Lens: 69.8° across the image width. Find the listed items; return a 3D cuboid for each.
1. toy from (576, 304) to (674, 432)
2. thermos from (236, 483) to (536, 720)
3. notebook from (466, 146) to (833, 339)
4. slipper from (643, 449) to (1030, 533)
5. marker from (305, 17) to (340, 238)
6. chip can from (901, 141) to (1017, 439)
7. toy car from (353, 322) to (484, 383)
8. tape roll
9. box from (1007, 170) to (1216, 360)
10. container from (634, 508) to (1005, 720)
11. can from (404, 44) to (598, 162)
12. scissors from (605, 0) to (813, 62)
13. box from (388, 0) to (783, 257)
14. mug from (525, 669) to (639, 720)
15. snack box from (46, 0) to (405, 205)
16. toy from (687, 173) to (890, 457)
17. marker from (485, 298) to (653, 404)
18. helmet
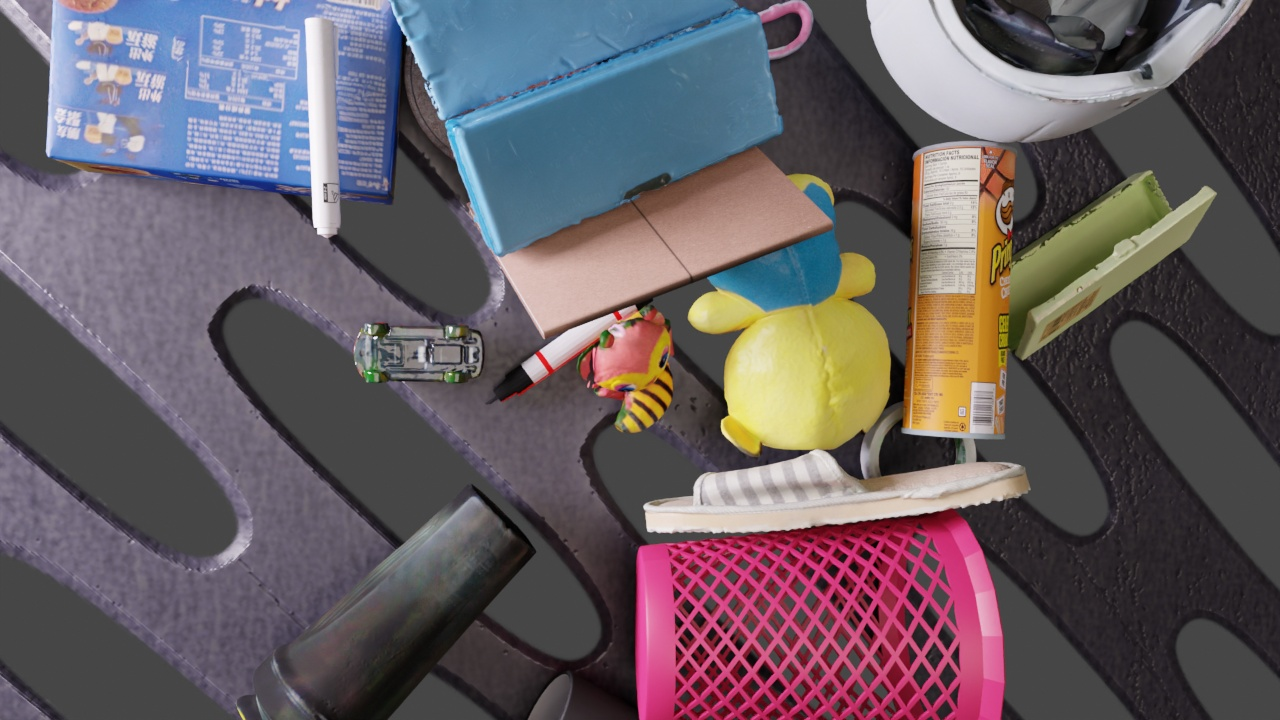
[{"bbox_3d":[-0.004,0.004,0.671,0.084,0.046,0.103,-42,137,-31],"label":"toy"},{"bbox_3d":[-0.174,0.190,0.641,0.220,0.098,0.098,-44,101,-9],"label":"thermos"},{"bbox_3d":[0.004,-0.098,0.627,0.209,0.141,0.008,-22,141,-15],"label":"notebook"},{"bbox_3d":[0.138,0.091,0.665,0.273,0.114,0.054,-6,82,5],"label":"slipper"},{"bbox_3d":[-0.197,-0.144,0.573,0.020,0.017,0.133,-7,100,-48],"label":"marker"},{"bbox_3d":[0.241,-0.050,0.697,0.075,0.075,0.215,3,89,-11],"label":"chip can"},{"bbox_3d":[-0.157,-0.006,0.654,0.091,0.036,0.042,-1,95,-12],"label":"toy car"},{"bbox_3d":[0.226,0.079,0.745,0.093,0.018,0.094,-1,94,-10],"label":"tape roll"},{"bbox_3d":[0.364,-0.075,0.743,0.188,0.090,0.077,-35,121,-9],"label":"box"},{"bbox_3d":[0.112,0.197,0.663,0.225,0.183,0.183,0,95,-4],"label":"container"},{"bbox_3d":[-0.094,-0.193,0.636,0.130,0.044,0.130,0,95,-2],"label":"can"},{"bbox_3d":[0.042,-0.254,0.676,0.170,0.013,0.172,-23,94,-10],"label":"scissors"},{"bbox_3d":[-0.023,-0.188,0.594,0.231,0.048,0.177,-28,111,-18],"label":"box"},{"bbox_3d":[-0.046,0.299,0.689,0.088,0.078,0.114,33,115,-12],"label":"mug"},{"bbox_3d":[-0.261,-0.192,0.600,0.202,0.069,0.155,4,95,-12],"label":"snack box"},{"bbox_3d":[0.110,-0.028,0.681,0.149,0.084,0.214,-18,97,-5],"label":"toy"},{"bbox_3d":[-0.054,-0.010,0.682,0.145,0.019,0.019,-36,100,-6],"label":"marker"},{"bbox_3d":[0.276,-0.275,0.650,0.236,0.164,0.263,35,77,-4],"label":"helmet"}]
